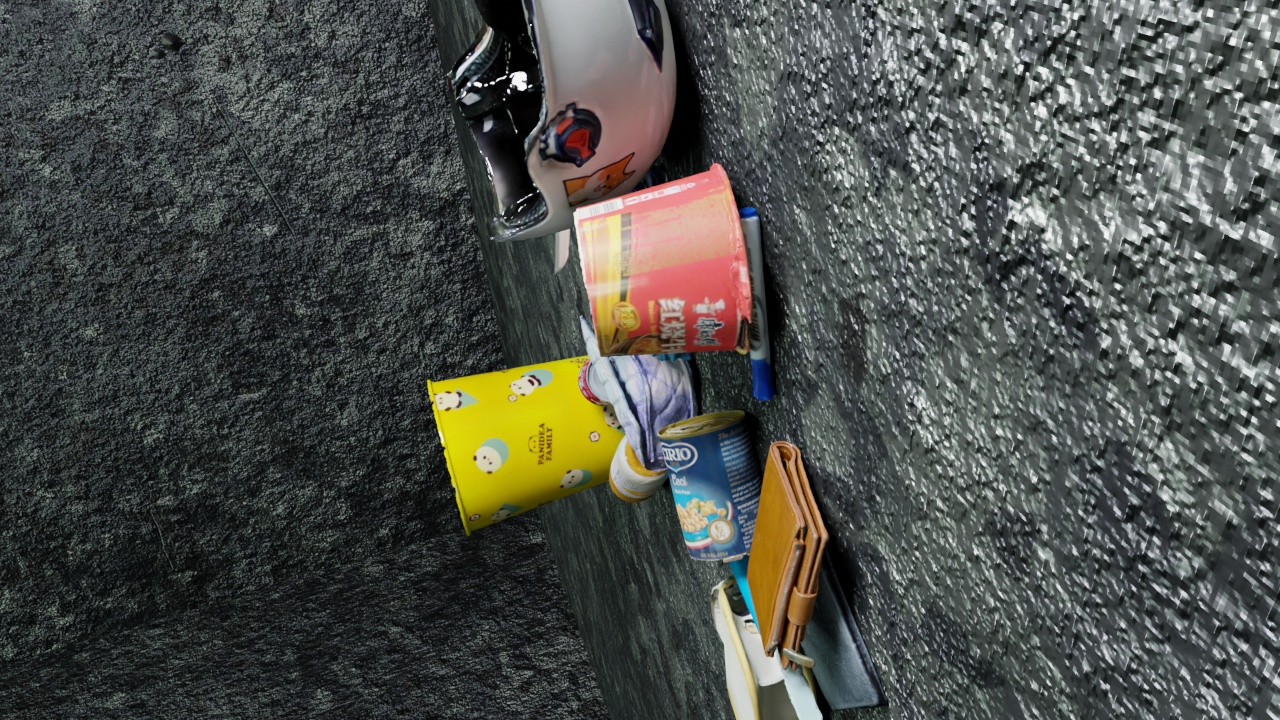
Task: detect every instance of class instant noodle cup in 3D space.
[{"bbox_3d":[0.014,-0.065,0.659,0.138,0.108,0.138,162,98,-89],"label":"instant noodle cup"}]

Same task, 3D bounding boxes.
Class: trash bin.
[{"bbox_3d":[-0.156,0.107,1.328,0.230,0.255,0.229,164,91,-78],"label":"trash bin"}]

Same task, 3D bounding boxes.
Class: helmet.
[{"bbox_3d":[-0.051,-0.223,0.712,0.275,0.156,0.229,111,144,-52],"label":"helmet"}]

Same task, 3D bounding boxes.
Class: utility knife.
[{"bbox_3d":[0.101,0.203,0.743,0.238,0.034,0.018,-110,24,-61],"label":"utility knife"}]

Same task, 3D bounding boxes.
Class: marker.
[{"bbox_3d":[0.083,-0.038,0.657,0.017,0.017,0.146,-128,26,-61],"label":"marker"}]

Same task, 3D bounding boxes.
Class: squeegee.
[{"bbox_3d":[-0.061,-0.261,0.978,0.250,0.040,0.247,109,163,-58],"label":"squeegee"}]

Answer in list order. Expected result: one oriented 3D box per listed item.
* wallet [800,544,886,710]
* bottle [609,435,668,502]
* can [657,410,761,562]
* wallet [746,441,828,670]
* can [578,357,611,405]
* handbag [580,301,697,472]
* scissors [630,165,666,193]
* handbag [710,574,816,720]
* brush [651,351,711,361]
[{"bbox_3d":[0.139,0.201,0.687,0.097,0.019,0.120,108,144,-67],"label":"wallet"},{"bbox_3d":[-0.002,0.133,1.114,0.190,0.068,0.068,111,142,-70],"label":"bottle"},{"bbox_3d":[0.064,0.105,0.771,0.075,0.075,0.111,-172,67,-77],"label":"can"},{"bbox_3d":[0.103,0.145,0.660,0.119,0.035,0.131,-105,17,-57],"label":"wallet"},{"bbox_3d":[-0.044,0.024,1.172,0.094,0.066,0.066,155,100,-78],"label":"can"},{"bbox_3d":[-0.006,0.006,0.963,0.193,0.075,0.134,-117,17,-46],"label":"handbag"},{"bbox_3d":[0.021,-0.106,0.862,0.164,0.012,0.163,-120,19,-45],"label":"scissors"},{"bbox_3d":[0.103,0.262,0.824,0.178,0.063,0.164,-113,12,-52],"label":"handbag"},{"bbox_3d":[-0.006,-0.089,0.871,0.314,0.060,0.109,-135,34,-69],"label":"brush"}]
